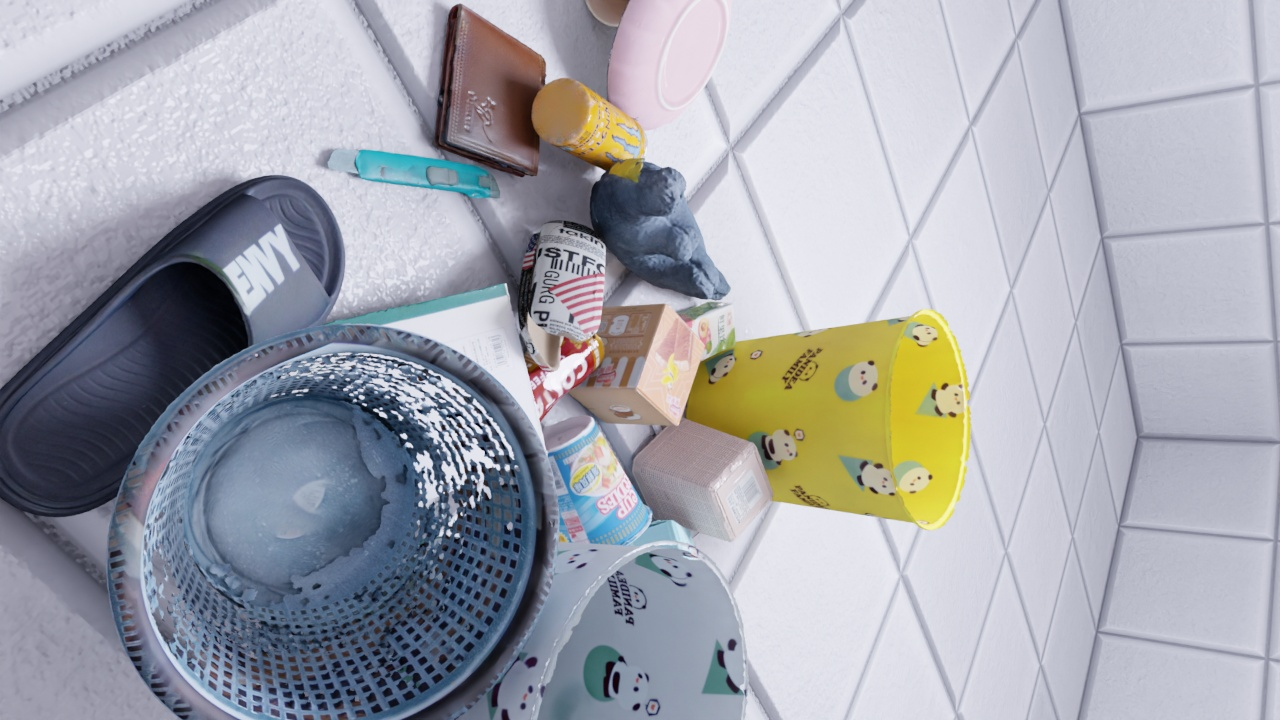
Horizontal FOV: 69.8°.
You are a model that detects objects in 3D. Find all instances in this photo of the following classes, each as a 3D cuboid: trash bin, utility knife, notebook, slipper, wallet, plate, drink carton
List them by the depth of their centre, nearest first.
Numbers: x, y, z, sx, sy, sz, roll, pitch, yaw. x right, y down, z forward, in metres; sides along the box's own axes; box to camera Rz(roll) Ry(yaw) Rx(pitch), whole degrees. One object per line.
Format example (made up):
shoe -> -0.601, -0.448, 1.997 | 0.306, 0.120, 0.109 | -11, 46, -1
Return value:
trash bin -> -0.191, 0.096, 0.554 | 0.226, 0.195, 0.226 | 1, 88, -29
slipper -> -0.270, -0.015, 0.563 | 0.111, 0.083, 0.267 | 53, 54, -25
trash bin -> -0.087, 0.230, 0.664 | 0.229, 0.252, 0.229 | 0, 90, -51
notebook -> -0.175, 0.034, 0.696 | 0.208, 0.012, 0.150 | -17, 99, -35
utility knife -> -0.177, -0.152, 0.746 | 0.174, 0.013, 0.029 | -5, 92, -52
wallet -> -0.129, -0.230, 0.796 | 0.101, 0.032, 0.124 | 12, 80, -48
plate -> 0.039, -0.316, 0.921 | 0.192, 0.039, 0.193 | -47, 157, -27
drink carton -> 0.055, -0.027, 1.012 | 0.122, 0.046, 0.053 | -24, 114, -48
trash bin -> 0.207, 0.065, 1.031 | 0.229, 0.256, 0.229 | 4, 85, -51

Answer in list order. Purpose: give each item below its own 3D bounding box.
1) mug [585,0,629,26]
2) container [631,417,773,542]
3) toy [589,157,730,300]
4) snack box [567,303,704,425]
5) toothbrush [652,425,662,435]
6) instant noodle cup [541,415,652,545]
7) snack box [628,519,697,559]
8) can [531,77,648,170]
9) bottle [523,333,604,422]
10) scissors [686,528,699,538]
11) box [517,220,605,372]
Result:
mug -> 0.013, -0.391, 0.913 | 0.081, 0.115, 0.105 | 53, 41, 4
container -> 0.068, 0.126, 0.959 | 0.089, 0.111, 0.090 | -41, 124, -29
toy -> 0.019, -0.127, 0.891 | 0.091, 0.138, 0.356 | -57, 162, -3
snack box -> -0.005, 0.005, 0.897 | 0.077, 0.093, 0.094 | 44, 57, -42
toothbrush -> 0.025, 0.083, 0.997 | 0.016, 0.016, 0.180 | -46, 124, -33
instant noodle cup -> -0.055, 0.114, 0.841 | 0.099, 0.099, 0.110 | -39, 112, -44
snack box -> 0.039, 0.247, 0.896 | 0.074, 0.052, 0.174 | 44, 28, -65
can -> -0.044, -0.213, 0.850 | 0.145, 0.058, 0.058 | 0, 90, -69
bottle -> -0.101, 0.028, 0.805 | 0.174, 0.058, 0.057 | -46, 124, -41
scissors -> 0.042, 0.201, 1.020 | 0.162, 0.014, 0.164 | 36, 62, -47
box -> -0.078, -0.056, 0.806 | 0.076, 0.086, 0.162 | 17, 41, -16
